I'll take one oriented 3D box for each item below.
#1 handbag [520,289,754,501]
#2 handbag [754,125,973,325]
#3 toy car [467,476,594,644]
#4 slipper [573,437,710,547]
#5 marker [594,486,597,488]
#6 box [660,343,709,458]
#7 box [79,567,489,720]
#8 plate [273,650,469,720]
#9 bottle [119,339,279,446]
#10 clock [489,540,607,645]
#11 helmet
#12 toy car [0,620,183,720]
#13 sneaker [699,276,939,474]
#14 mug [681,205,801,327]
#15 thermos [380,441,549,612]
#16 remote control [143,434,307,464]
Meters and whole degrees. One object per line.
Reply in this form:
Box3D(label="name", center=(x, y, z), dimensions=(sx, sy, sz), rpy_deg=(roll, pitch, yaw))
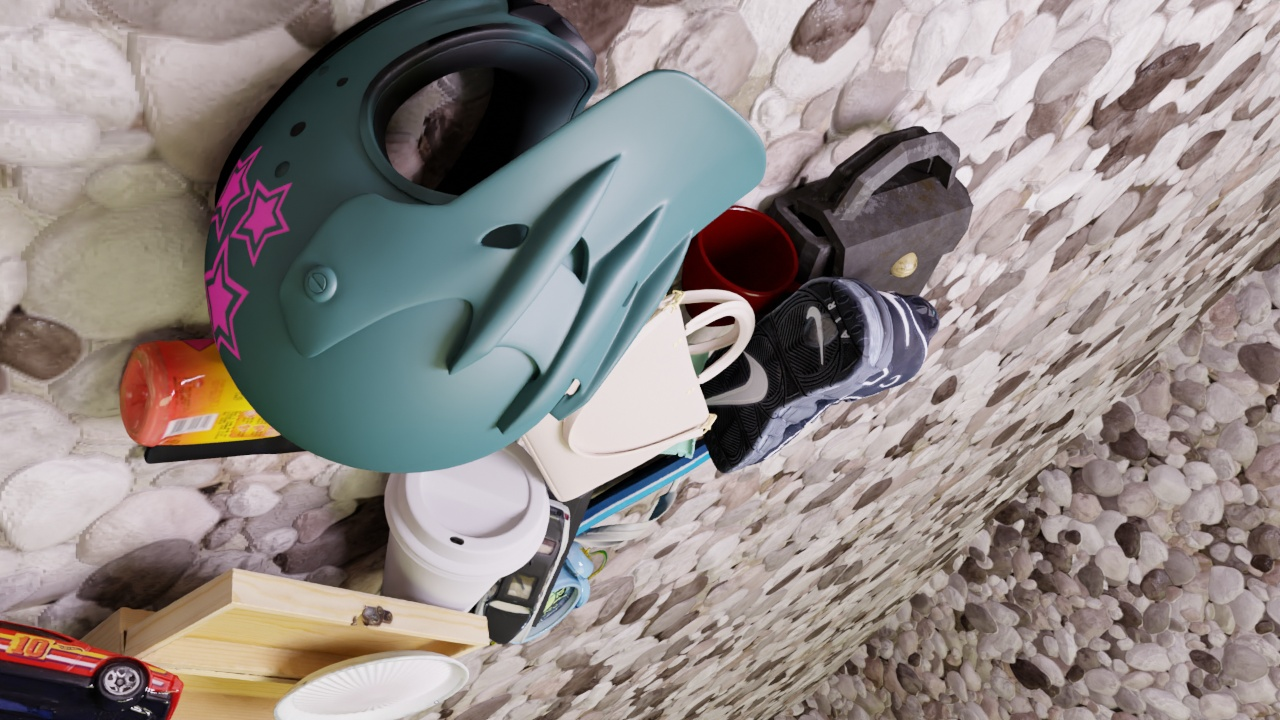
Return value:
Box3D(label="handbag", center=(-0.005, 0.004, 0.707), dimensions=(0.198, 0.101, 0.195), rpy_deg=(-21, 141, -2))
Box3D(label="handbag", center=(0.205, -0.115, 0.800), dimensions=(0.197, 0.102, 0.200), rpy_deg=(-21, 148, -27))
Box3D(label="toy car", center=(-0.114, 0.194, 0.870), dimensions=(0.094, 0.071, 0.192), rpy_deg=(18, 116, -12))
Box3D(label="slipper", center=(-0.028, 0.168, 0.970), dimensions=(0.294, 0.060, 0.118), rpy_deg=(-29, 176, -9))
Box3D(label="marker", center=(-0.001, 0.096, 0.975), dimensions=(0.134, 0.015, 0.018), rpy_deg=(-32, 131, -9))
Box3D(label="box", center=(-0.008, 0.044, 0.859), dimensions=(0.138, 0.052, 0.187), rpy_deg=(-13, 147, -13))
Box3D(label="box", center=(-0.296, 0.243, 0.735), dimensions=(0.254, 0.068, 0.246), rpy_deg=(-27, 147, 24))
Box3D(label="plate", center=(-0.222, 0.273, 0.763), dimensions=(0.157, 0.014, 0.157), rpy_deg=(-12, 147, -8))
Box3D(label="bottle", center=(-0.241, 0.019, 0.566), dimensions=(0.134, 0.048, 0.072), rpy_deg=(0, 135, -47))
Box3D(label="clock", center=(-0.110, 0.260, 1.054), dimensions=(0.161, 0.060, 0.118), rpy_deg=(-28, 149, -24))
Box3D(label="helmet", center=(-0.086, -0.058, 0.464), dimensions=(0.275, 0.200, 0.176), rpy_deg=(-42, 151, 10))
Box3D(label="toy car", center=(-0.405, 0.212, 0.600), dimensions=(0.189, 0.056, 0.082), rpy_deg=(23, 122, -21))
Box3D(label="sneaker", center=(0.153, 0.011, 0.774), dimensions=(0.150, 0.097, 0.253), rpy_deg=(-6, 155, -30))
Box3D(label="mug", center=(0.083, -0.061, 0.756), dimensions=(0.114, 0.086, 0.089), rpy_deg=(21, 146, -9))
Box3D(label="thermos", center=(-0.167, 0.162, 0.794), dimensions=(0.131, 0.131, 0.222), rpy_deg=(-15, 152, -34))
Box3D(label="remote control", center=(-0.257, 0.049, 0.624), dimensions=(0.140, 0.021, 0.046), rpy_deg=(0, 134, -46))
